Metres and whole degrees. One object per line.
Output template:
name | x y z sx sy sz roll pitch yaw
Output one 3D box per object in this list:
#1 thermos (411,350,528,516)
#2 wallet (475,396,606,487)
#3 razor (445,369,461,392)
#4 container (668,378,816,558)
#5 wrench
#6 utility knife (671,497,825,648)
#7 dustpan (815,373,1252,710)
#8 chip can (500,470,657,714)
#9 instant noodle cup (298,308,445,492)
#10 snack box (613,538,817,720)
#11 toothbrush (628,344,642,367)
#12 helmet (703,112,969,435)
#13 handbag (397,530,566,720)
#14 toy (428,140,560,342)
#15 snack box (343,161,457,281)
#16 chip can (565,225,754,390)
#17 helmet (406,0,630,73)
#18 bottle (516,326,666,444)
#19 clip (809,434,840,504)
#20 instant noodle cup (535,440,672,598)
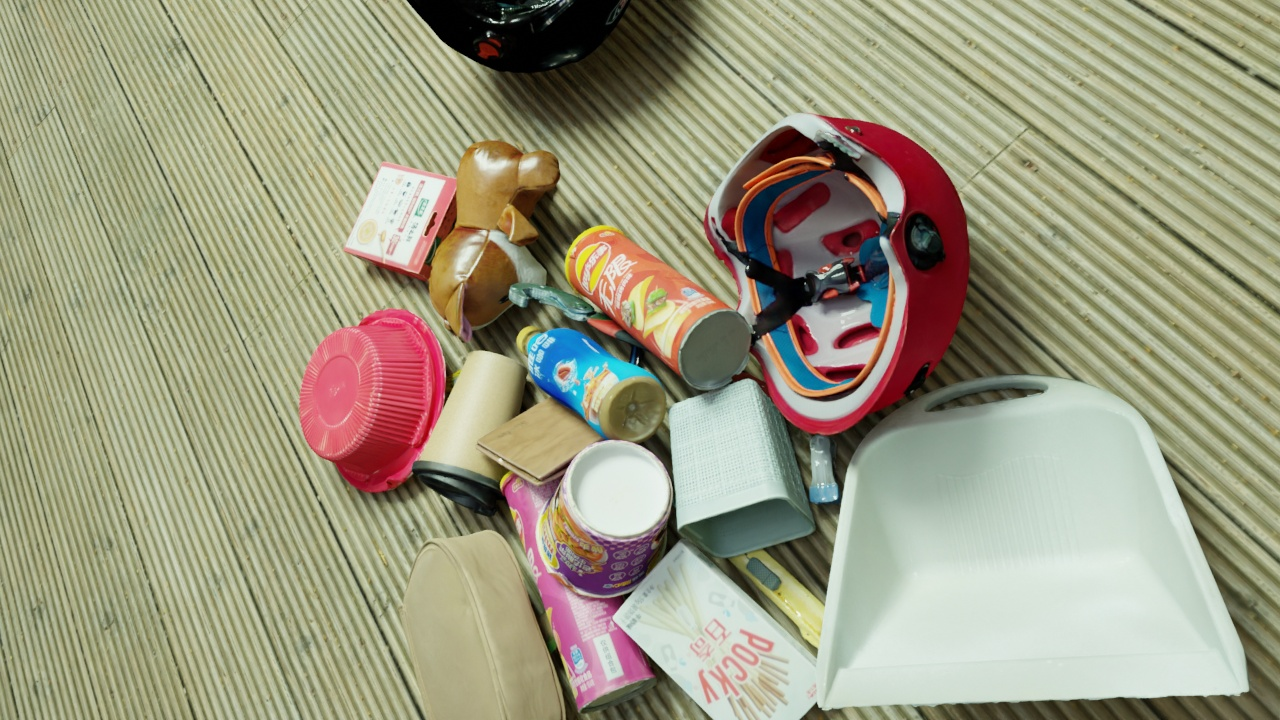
thermos | -0.155 0.068 0.872 0.093 0.093 0.143 5 68 28
wallet | -0.074 0.066 0.815 0.115 0.020 0.101 -29 33 -34
razor | -0.222 0.031 0.951 0.133 0.028 0.043 -9 74 27
container | 0.076 0.085 0.736 0.090 0.090 0.111 -21 55 19
wrench | -0.001 -0.020 0.830 0.273 0.056 0.016 23 114 21
utility knife | 0.096 0.171 0.750 0.031 0.020 0.196 -49 54 -2
dustpan | 0.231 0.097 0.600 0.223 0.257 0.142 -12 92 24
chip can | -0.056 0.187 0.787 0.071 0.071 0.210 -31 63 15
instant noodle cup | -0.286 0.036 0.936 0.194 0.065 0.193 -10 74 37
snack box | 0.063 0.223 0.714 0.157 0.027 0.085 42 96 13
toothbrush | -0.005 0.005 0.855 0.014 0.016 0.189 -2 71 33
helmet | 0.168 -0.069 0.703 0.207 0.143 0.240 -36 65 59
handbag | -0.136 0.255 0.791 0.148 0.099 0.204 -45 56 38
toy | -0.145 -0.113 0.914 0.130 0.140 0.199 25 87 -10
snack box | -0.252 -0.152 1.012 0.127 0.044 0.113 19 82 32
chip can | 0.009 -0.050 0.789 0.073 0.073 0.216 -52 39 4
helmet | -0.114 -0.403 0.917 0.275 0.230 0.233 29 82 23
bottle | -0.055 0.010 0.817 0.065 0.065 0.219 -58 34 0
clip | 0.149 0.089 0.745 0.026 0.038 0.058 -9 71 26
instant noodle cup | -0.023 0.121 0.732 0.111 0.099 0.111 6 58 -9
